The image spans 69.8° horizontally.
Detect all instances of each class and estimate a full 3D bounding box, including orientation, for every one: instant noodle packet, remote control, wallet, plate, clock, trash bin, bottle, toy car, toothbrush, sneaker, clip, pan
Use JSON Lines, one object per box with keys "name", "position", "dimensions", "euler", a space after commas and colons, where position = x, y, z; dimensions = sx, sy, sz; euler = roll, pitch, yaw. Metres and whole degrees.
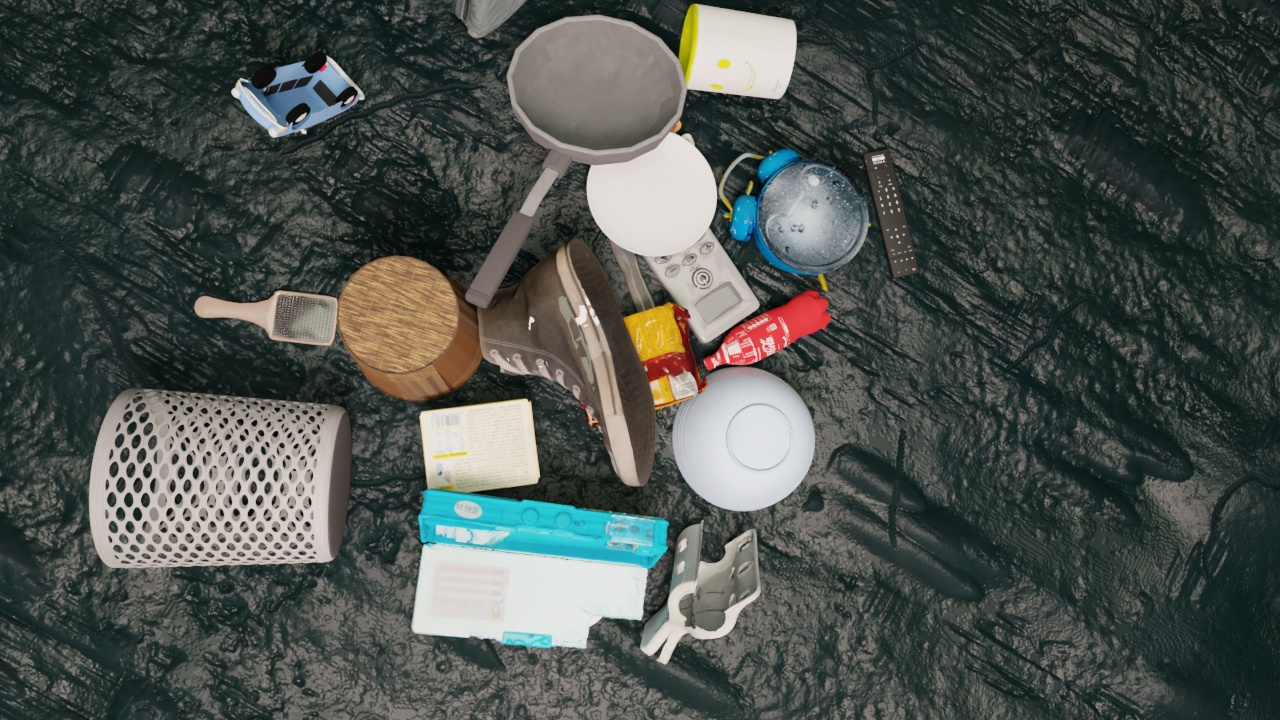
{"name": "instant noodle packet", "position": [-0.005, 0.005, 0.918], "dimensions": [0.135, 0.039, 0.098], "euler": [-19, 91, 10]}
{"name": "remote control", "position": [0.271, -0.159, 0.993], "dimensions": [0.030, 0.009, 0.140], "euler": [-13, 88, -8]}
{"name": "wallet", "position": [-0.139, -0.379, 0.896], "dimensions": [0.054, 0.132, 0.100], "euler": [37, 83, -7]}
{"name": "plate", "position": [0.012, -0.171, 0.939], "dimensions": [0.134, 0.011, 0.134], "euler": [1, 82, -10]}
{"name": "clock", "position": [0.158, -0.155, 0.954], "dimensions": [0.161, 0.060, 0.116], "euler": [37, 83, -2]}
{"name": "trash bin", "position": [-0.362, 0.107, 0.822], "dimensions": [0.183, 0.156, 0.156], "euler": [3, 85, -10]}
{"name": "bottle", "position": [0.129, -0.027, 0.949], "dimensions": [0.141, 0.042, 0.042], "euler": [-27, 90, -8]}
{"name": "toy car", "position": [-0.322, -0.248, 0.866], "dimensions": [0.055, 0.153, 0.056], "euler": [-36, 102, 28]}
{"name": "toothbrush", "position": [-0.016, -0.109, 0.948], "dimensions": [0.024, 0.022, 0.185], "euler": [-19, 86, -44]}
{"name": "sneaker", "position": [-0.067, 0.017, 0.867], "dimensions": [0.120, 0.095, 0.235], "euler": [-22, 96, 21]}
{"name": "clip", "position": [0.044, 0.218, 0.887], "dimensions": [0.152, 0.126, 0.104], "euler": [-35, 98, 15]}
{"name": "pan", "position": [-0.078, -0.194, 0.885], "dimensions": [0.178, 0.041, 0.356], "euler": [23, 64, 5]}
{"name": "remote control", "position": [0.054, -0.098, 0.956], "dimensions": [0.074, 0.019, 0.151], "euler": [-34, 91, -8]}

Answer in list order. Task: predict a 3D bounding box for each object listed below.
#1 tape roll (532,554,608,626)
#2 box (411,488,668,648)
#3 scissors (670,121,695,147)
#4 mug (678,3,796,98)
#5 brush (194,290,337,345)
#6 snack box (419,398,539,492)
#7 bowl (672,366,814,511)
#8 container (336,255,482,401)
{"name": "tape roll", "position": [-0.072, 0.224, 0.919], "dimensions": [0.093, 0.013, 0.093], "euler": [1, 86, -8]}
{"name": "box", "position": [-0.099, 0.192, 0.883], "dimensions": [0.227, 0.084, 0.172], "euler": [8, 121, -7]}
{"name": "scissors", "position": [0.004, -0.203, 0.955], "dimensions": [0.128, 0.013, 0.065], "euler": [-44, 93, -15]}
{"name": "mug", "position": [0.098, -0.317, 0.946], "dimensions": [0.106, 0.082, 0.082], "euler": [6, 85, -8]}
{"name": "brush", "position": [-0.368, -0.046, 0.900], "dimensions": [0.135, 0.015, 0.050], "euler": [7, 86, -7]}
{"name": "snack box", "position": [-0.155, 0.083, 0.894], "dimensions": [0.105, 0.061, 0.083], "euler": [-7, 87, -8]}
{"name": "bowl", "position": [0.111, 0.078, 0.922], "dimensions": [0.150, 0.075, 0.150], "euler": [1, 85, -7]}
{"name": "container", "position": [-0.211, -0.031, 0.842], "dimensions": [0.132, 0.167, 0.132], "euler": [1, 86, -7]}
